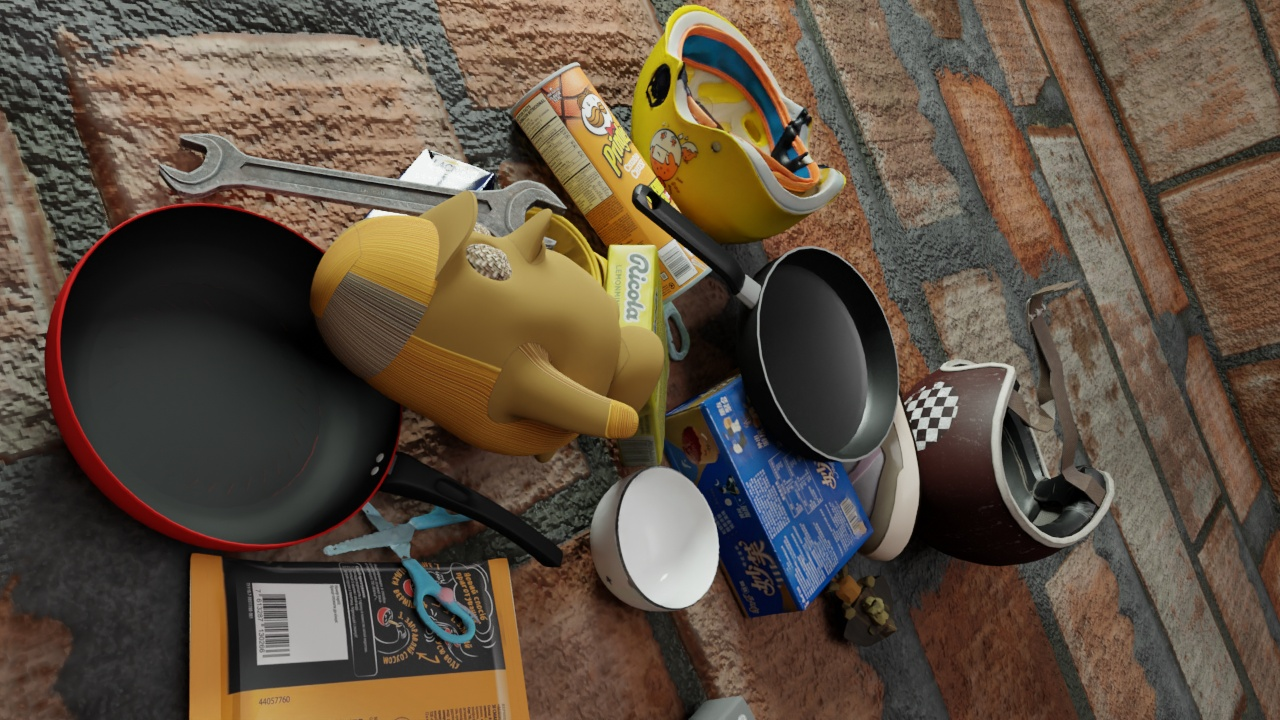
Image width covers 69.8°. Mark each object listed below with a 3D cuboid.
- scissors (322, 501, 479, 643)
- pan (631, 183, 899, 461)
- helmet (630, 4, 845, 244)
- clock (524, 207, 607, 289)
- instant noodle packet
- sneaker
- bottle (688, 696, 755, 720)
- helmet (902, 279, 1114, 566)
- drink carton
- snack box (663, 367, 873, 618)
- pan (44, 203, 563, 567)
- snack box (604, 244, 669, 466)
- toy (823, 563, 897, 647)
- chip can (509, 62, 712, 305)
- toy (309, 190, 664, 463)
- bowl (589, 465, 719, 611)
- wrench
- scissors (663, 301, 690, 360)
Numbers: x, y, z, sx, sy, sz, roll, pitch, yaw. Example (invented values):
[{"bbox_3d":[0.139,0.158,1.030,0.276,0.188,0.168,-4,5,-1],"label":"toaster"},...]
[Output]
[{"bbox_3d":[-0.145,0.123,0.621,0.135,0.015,0.135,51,31,2],"label":"scissors"},{"bbox_3d":[0.113,-0.042,0.825,0.355,0.044,0.203,35,58,-29],"label":"pan"},{"bbox_3d":[0.070,-0.214,0.910,0.208,0.140,0.239,2,57,-45],"label":"helmet"},{"bbox_3d":[-0.078,-0.062,0.760,0.152,0.052,0.113,32,53,-26],"label":"clock"},{"bbox_3d":[-0.163,0.200,0.568,0.220,0.032,0.159,12,56,-41],"label":"instant noodle packet"},{"bbox_3d":[0.204,0.063,0.960,0.116,0.112,0.293,2,72,-21],"label":"sneaker"},{"bbox_3d":[0.035,0.338,0.684,0.173,0.046,0.083,-28,89,-46],"label":"bottle"},{"bbox_3d":[0.385,0.098,0.997,0.233,0.254,0.233,43,62,-16],"label":"helmet"},{"bbox_3d":[-0.161,-0.098,0.679,0.064,0.040,0.129,22,50,5],"label":"drink carton"},{"bbox_3d":[0.120,0.112,0.865,0.154,0.069,0.202,-29,94,-47],"label":"snack box"},{"bbox_3d":[-0.189,0.051,0.582,0.356,0.067,0.208,43,41,-32],"label":"pan"},{"bbox_3d":[-0.004,0.004,0.740,0.181,0.045,0.121,80,12,-64],"label":"snack box"},{"bbox_3d":[0.213,0.236,0.913,0.100,0.063,0.076,47,65,-12],"label":"toy"},{"bbox_3d":[-0.023,-0.153,0.822,0.215,0.075,0.075,54,44,-8],"label":"chip can"},{"bbox_3d":[-0.103,-0.027,0.578,0.203,0.198,0.163,23,102,-34],"label":"toy"},{"bbox_3d":[0.003,0.147,0.739,0.113,0.063,0.113,20,59,-38],"label":"bowl"},{"bbox_3d":[-0.182,-0.116,0.640,0.273,0.010,0.070,6,56,-22],"label":"wrench"},{"bbox_3d":[0.005,-0.081,0.874,0.138,0.028,0.170,-4,71,-44],"label":"scissors"}]
